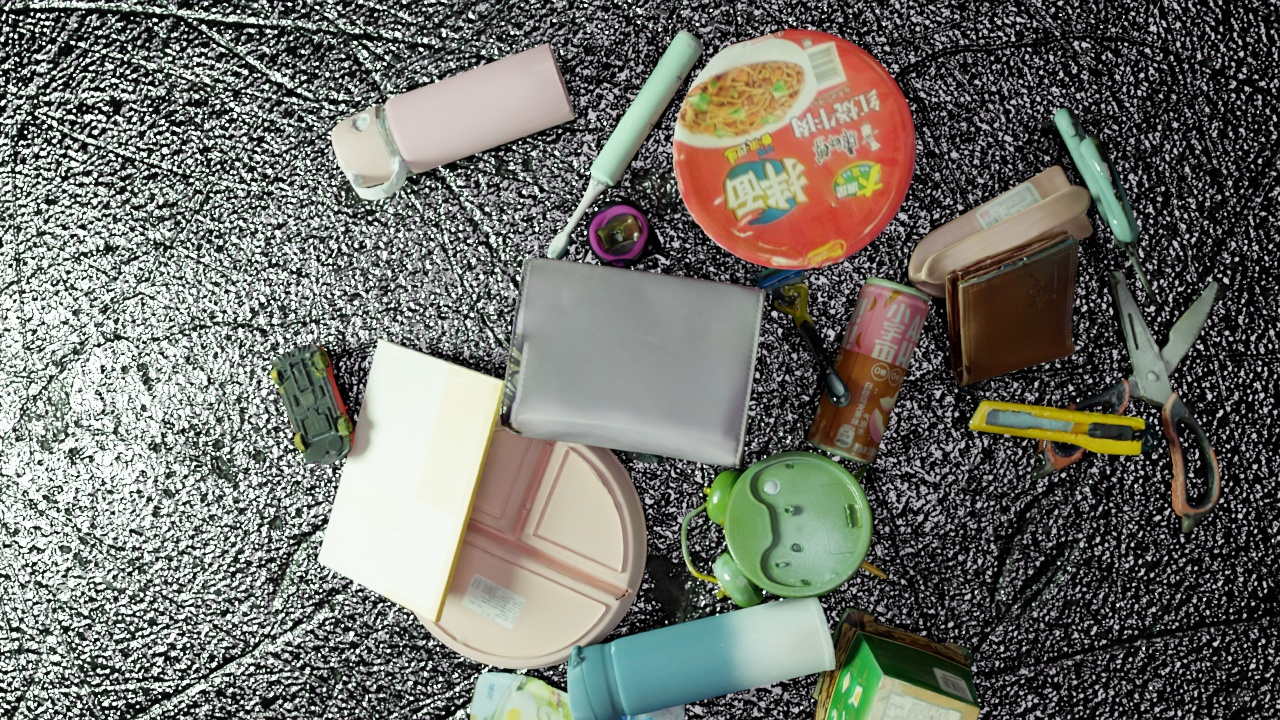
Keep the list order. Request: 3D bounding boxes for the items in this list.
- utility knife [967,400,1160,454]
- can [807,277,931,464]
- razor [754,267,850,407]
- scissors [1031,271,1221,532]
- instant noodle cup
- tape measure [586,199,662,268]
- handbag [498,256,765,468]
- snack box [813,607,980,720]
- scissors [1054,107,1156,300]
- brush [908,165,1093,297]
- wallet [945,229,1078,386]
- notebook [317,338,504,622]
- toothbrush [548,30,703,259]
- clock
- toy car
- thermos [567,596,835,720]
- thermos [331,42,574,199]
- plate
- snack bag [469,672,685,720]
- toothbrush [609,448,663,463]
[{"bbox_3d":[0.348,0.056,0.753,0.154,0.015,0.033,7,87,4],"label":"utility knife"},{"bbox_3d":[0.189,0.009,0.759,0.058,0.058,0.147,20,92,3],"label":"can"},{"bbox_3d":[0.141,-0.021,0.759,0.043,0.022,0.142,-27,61,12],"label":"razor"},{"bbox_3d":[0.425,0.035,0.764,0.189,0.015,0.222,39,93,3],"label":"scissors"},{"bbox_3d":[0.124,-0.169,0.759,0.194,0.066,0.194,0,91,4],"label":"instant noodle cup"},{"bbox_3d":[-0.017,-0.107,0.780,0.058,0.039,0.057,-25,89,3],"label":"tape measure"},{"bbox_3d":[-0.004,0.004,0.747,0.197,0.098,0.144,8,73,5],"label":"handbag"},{"bbox_3d":[0.210,0.281,0.735,0.118,0.105,0.117,18,91,3],"label":"snack box"},{"bbox_3d":[0.366,-0.135,0.726,0.019,0.178,0.173,-27,133,24],"label":"scissors"},{"bbox_3d":[0.287,-0.098,0.745,0.146,0.073,0.063,-27,89,5],"label":"brush"},{"bbox_3d":[0.300,-0.037,0.735,0.101,0.032,0.125,-20,131,1],"label":"wallet"},{"bbox_3d":[-0.197,0.098,0.779,0.146,0.010,0.206,17,92,29],"label":"notebook"},{"bbox_3d":[-0.016,-0.182,0.787,0.026,0.027,0.224,34,92,16],"label":"toothbrush"},{"bbox_3d":[0.112,0.140,0.750,0.161,0.056,0.116,-9,66,9],"label":"clock"},{"bbox_3d":[-0.284,0.039,0.802,0.049,0.031,0.106,-21,85,4],"label":"toy car"},{"bbox_3d":[0.047,0.249,0.758,0.220,0.070,0.070,-14,89,-1],"label":"thermos"},{"bbox_3d":[-0.156,-0.196,0.771,0.198,0.067,0.087,-19,58,2],"label":"thermos"},{"bbox_3d":[-0.109,0.155,0.786,0.229,0.028,0.229,0,92,8],"label":"plate"},{"bbox_3d":[-0.052,0.331,0.788,0.191,0.039,0.110,5,79,3],"label":"snack bag"},{"bbox_3d":[-0.072,0.064,0.797,0.189,0.017,0.014,13,93,5],"label":"toothbrush"}]
